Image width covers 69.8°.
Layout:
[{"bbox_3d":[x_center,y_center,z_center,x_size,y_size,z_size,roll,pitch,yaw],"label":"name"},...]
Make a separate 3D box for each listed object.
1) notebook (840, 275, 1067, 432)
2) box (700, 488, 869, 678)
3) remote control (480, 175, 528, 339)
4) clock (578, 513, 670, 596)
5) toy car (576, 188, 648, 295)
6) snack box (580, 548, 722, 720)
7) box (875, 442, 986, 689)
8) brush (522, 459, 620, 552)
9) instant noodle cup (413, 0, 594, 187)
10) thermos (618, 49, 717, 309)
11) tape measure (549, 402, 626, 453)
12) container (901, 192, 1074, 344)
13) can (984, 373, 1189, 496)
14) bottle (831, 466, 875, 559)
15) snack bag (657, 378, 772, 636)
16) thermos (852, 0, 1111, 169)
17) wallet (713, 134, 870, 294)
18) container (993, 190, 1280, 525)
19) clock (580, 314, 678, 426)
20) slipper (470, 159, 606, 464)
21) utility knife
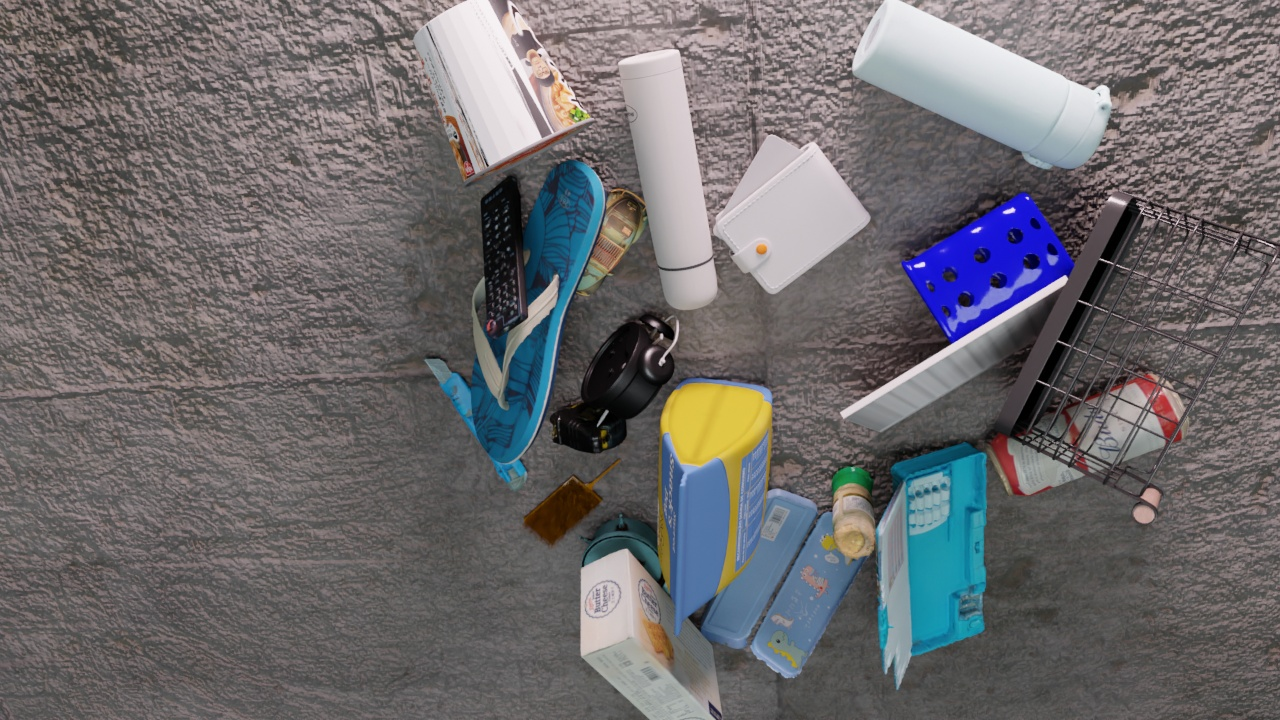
[{"bbox_3d":[0.288,0.002,0.823,0.210,0.142,0.009,-34,68,18],"label":"notebook"},{"bbox_3d":[0.154,0.242,0.992,0.127,0.034,0.210,24,115,5],"label":"box"},{"bbox_3d":[-0.117,-0.091,0.808,0.047,0.150,0.022,-29,145,35],"label":"remote control"},{"bbox_3d":[-0.008,0.224,0.984,0.090,0.053,0.124,-30,109,18],"label":"clock"},{"bbox_3d":[-0.036,-0.103,0.839,0.047,0.047,0.112,34,113,-14],"label":"toy car"},{"bbox_3d":[0.013,0.295,0.935,0.057,0.104,0.208,-24,128,15],"label":"snack box"},{"bbox_3d":[0.276,0.211,0.918,0.181,0.072,0.227,-25,119,-31],"label":"box"},{"bbox_3d":[-0.069,0.149,0.975,0.048,0.017,0.127,42,111,-14],"label":"brush"},{"bbox_3d":[-0.120,-0.226,0.759,0.124,0.123,0.122,-24,101,15],"label":"instant noodle cup"},{"bbox_3d":[0.028,-0.153,0.808,0.052,0.052,0.224,-8,114,9],"label":"thermos"},{"bbox_3d":[-0.045,0.062,0.906,0.067,0.062,0.038,16,122,40],"label":"tape measure"},{"bbox_3d":[0.299,-0.078,0.793,0.114,0.084,0.085,-32,84,16],"label":"container"},{"bbox_3d":[0.420,0.073,0.870,0.170,0.067,0.067,-25,110,16],"label":"can"},{"bbox_3d":[0.209,0.147,0.896,0.043,0.110,0.043,4,114,9],"label":"bottle"},{"bbox_3d":[0.058,0.128,0.846,0.102,0.204,0.159,7,115,14],"label":"snack bag"},{"bbox_3d":[0.279,-0.222,0.748,0.207,0.065,0.078,22,137,-6],"label":"thermos"},{"bbox_3d":[0.123,-0.135,0.817,0.119,0.037,0.115,-37,107,16],"label":"wallet"},{"bbox_3d":[0.407,-0.009,0.741,0.130,0.162,0.241,29,106,28],"label":"container"},{"bbox_3d":[-0.005,0.005,0.863,0.042,0.091,0.121,34,120,-22],"label":"clock"},{"bbox_3d":[-0.113,-0.044,0.839,0.060,0.118,0.295,4,116,-41],"label":"slipper"},{"bbox_3d":[-0.167,0.066,0.947,0.031,0.015,0.175,-28,108,12],"label":"utility knife"}]
